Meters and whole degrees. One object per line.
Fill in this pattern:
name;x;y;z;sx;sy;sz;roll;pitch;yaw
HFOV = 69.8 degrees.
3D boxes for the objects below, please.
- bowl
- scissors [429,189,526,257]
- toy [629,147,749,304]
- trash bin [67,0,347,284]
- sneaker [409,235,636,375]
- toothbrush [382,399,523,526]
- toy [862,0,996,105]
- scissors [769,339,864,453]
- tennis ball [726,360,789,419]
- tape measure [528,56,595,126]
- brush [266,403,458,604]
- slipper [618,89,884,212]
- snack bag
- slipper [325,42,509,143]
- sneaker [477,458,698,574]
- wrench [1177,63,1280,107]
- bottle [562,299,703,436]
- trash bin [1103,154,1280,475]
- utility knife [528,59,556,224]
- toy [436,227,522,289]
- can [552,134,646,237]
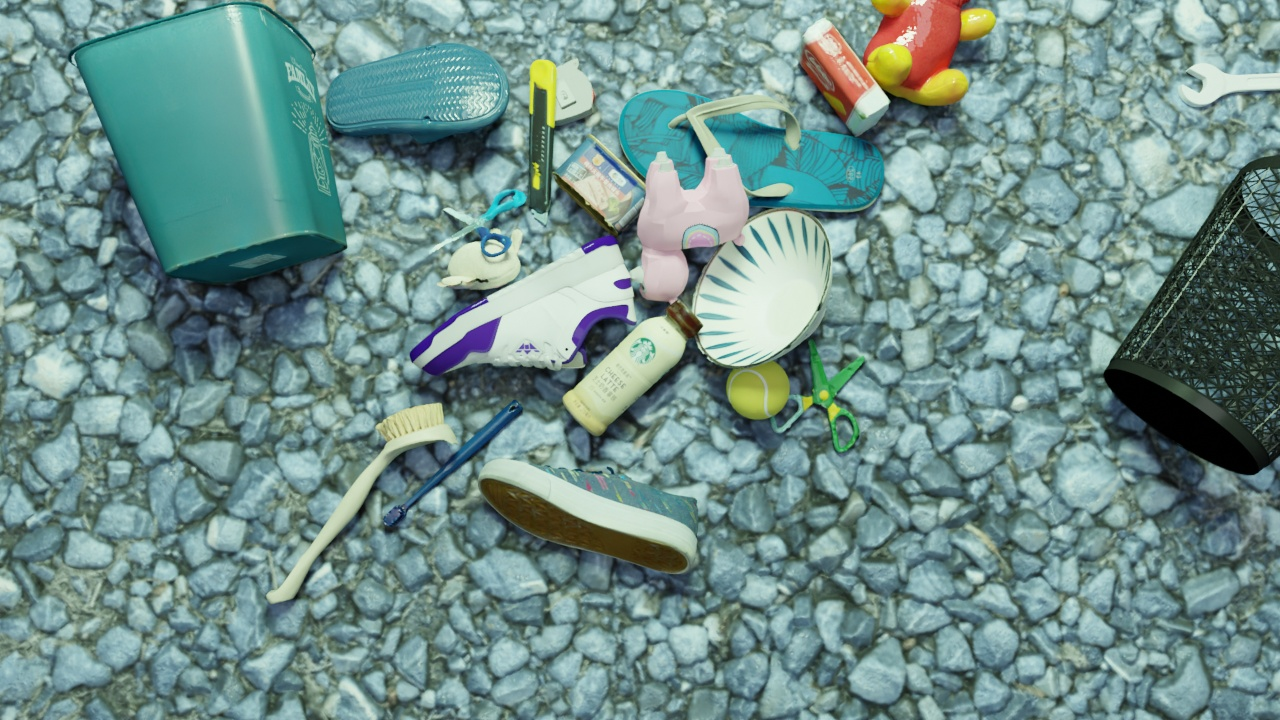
bowl;0.141;-0.063;0.944;0.071;0.177;0.177;26;84;-38
scissors;-0.167;-0.143;0.966;0.127;0.014;0.133;-31;46;-21
toy;0.048;-0.134;0.946;0.123;0.067;0.158;-3;117;-3
trash bin;-0.412;-0.204;0.925;0.199;0.196;0.218;-16;91;0
sneaker;-0.112;-0.029;0.956;0.244;0.091;0.111;-28;98;2
toothbrush;-0.199;0.109;0.972;0.190;0.017;0.016;-42;86;-3
toy;0.300;-0.384;0.969;0.147;0.099;0.216;13;86;-34
scissors;0.188;0.040;0.980;0.127;0.011;0.125;-13;86;-1
tennis ball;0.122;0.029;0.953;0.065;0.065;0.065;0;85;0
tape measure;-0.083;-0.293;1.007;0.060;0.020;0.062;-27;85;-2
brush;-0.296;0.148;0.955;0.077;0.062;0.272;42;90;20
slipper;0.118;-0.222;0.981;0.295;0.060;0.118;11;88;1
snack bag;0.215;-0.299;0.977;0.036;0.077;0.116;-36;86;3
slipper;-0.239;-0.284;0.990;0.214;0.059;0.103;0;80;15
sneaker;-0.050;0.146;0.949;0.235;0.088;0.079;18;50;5
wrench;0.730;-0.307;1.009;0.273;0.009;0.047;-2;85;0
bottle;-0.006;0.006;0.952;0.162;0.056;0.056;-43;86;3
trash bin;0.605;-0.033;0.894;0.217;0.217;0.243;40;93;4
utility knife;-0.107;-0.235;0.992;0.029;0.020;0.174;4;98;18
toy;-0.167;-0.099;0.964;0.087;0.050;0.112;7;52;33
can;-0.039;-0.185;0.981;0.100;0.054;0.059;43;87;4
